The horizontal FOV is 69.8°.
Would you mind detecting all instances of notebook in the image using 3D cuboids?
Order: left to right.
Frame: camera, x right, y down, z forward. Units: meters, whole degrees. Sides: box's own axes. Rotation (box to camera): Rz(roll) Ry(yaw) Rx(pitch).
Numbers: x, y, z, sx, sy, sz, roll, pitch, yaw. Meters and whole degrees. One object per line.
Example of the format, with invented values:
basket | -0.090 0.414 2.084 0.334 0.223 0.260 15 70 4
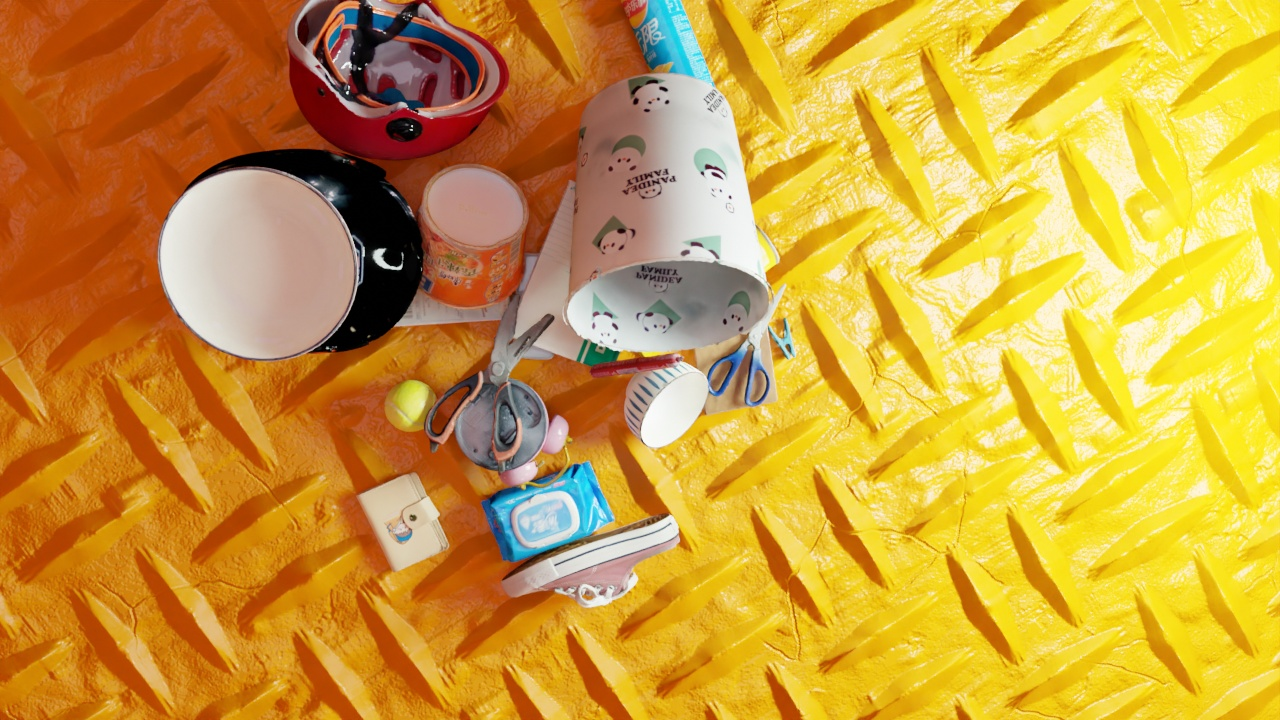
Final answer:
notebook | -0.064 -0.102 1.164 0.150 0.012 0.209 21 95 -22

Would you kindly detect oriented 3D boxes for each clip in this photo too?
clip | 0.189 -0.027 1.210 0.037 0.013 0.055 -23 97 -1

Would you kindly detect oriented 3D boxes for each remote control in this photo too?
remote control | -0.133 -0.069 1.174 0.056 0.020 0.136 3 99 -5

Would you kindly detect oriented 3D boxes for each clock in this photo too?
clock | -0.159 0.093 1.162 0.158 0.060 0.117 43 90 5

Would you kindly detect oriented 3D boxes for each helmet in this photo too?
helmet | -0.386 -0.124 1.044 0.275 0.229 0.233 11 98 33
helmet | -0.286 -0.313 1.061 0.239 0.144 0.206 12 53 -21

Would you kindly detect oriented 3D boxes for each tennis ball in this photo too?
tennis ball | -0.289 0.057 1.156 0.065 0.065 0.065 -1 97 -5

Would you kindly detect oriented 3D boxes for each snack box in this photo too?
snack box | -0.244 -0.090 1.160 0.157 0.027 0.085 -4 97 -4

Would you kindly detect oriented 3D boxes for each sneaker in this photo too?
sneaker | -0.058 0.273 1.183 0.241 0.118 0.088 -19 89 2

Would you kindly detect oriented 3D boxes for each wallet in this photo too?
wallet | -0.307 0.209 1.197 0.087 0.024 0.115 -23 97 -2
wallet | 0.124 0.010 1.208 0.101 0.020 0.115 -12 101 -2

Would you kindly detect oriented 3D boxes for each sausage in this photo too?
sausage | -0.007 0.007 1.135 0.156 0.020 0.020 -8 101 40

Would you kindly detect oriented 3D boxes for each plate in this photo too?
plate | -0.377 -0.096 0.917 0.192 0.039 0.192 -1 103 -3

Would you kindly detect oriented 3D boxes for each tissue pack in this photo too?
tissue pack | -0.120 0.198 1.194 0.157 0.052 0.095 -20 99 -2

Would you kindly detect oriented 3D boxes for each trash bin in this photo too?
trash bin | 0.023 -0.167 1.043 0.229 0.230 0.251 -2 67 -5

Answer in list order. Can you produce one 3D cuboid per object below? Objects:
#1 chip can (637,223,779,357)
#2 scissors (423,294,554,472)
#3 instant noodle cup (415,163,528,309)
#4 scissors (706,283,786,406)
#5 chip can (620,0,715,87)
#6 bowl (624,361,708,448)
chip can | 0.071 -0.087 1.158 0.213 0.072 0.072 -37 99 -2
scissors | -0.182 0.033 1.129 0.189 0.015 0.224 -14 86 3
instant noodle cup | -0.200 -0.151 1.080 0.151 0.112 0.151 8 62 -15
scissors | 0.136 -0.022 1.186 0.144 0.012 0.170 -15 102 -2
chip can | 0.034 -0.385 1.122 0.071 0.071 0.210 -23 99 -1
bowl | 0.023 0.047 1.169 0.066 0.116 0.116 39 94 34
